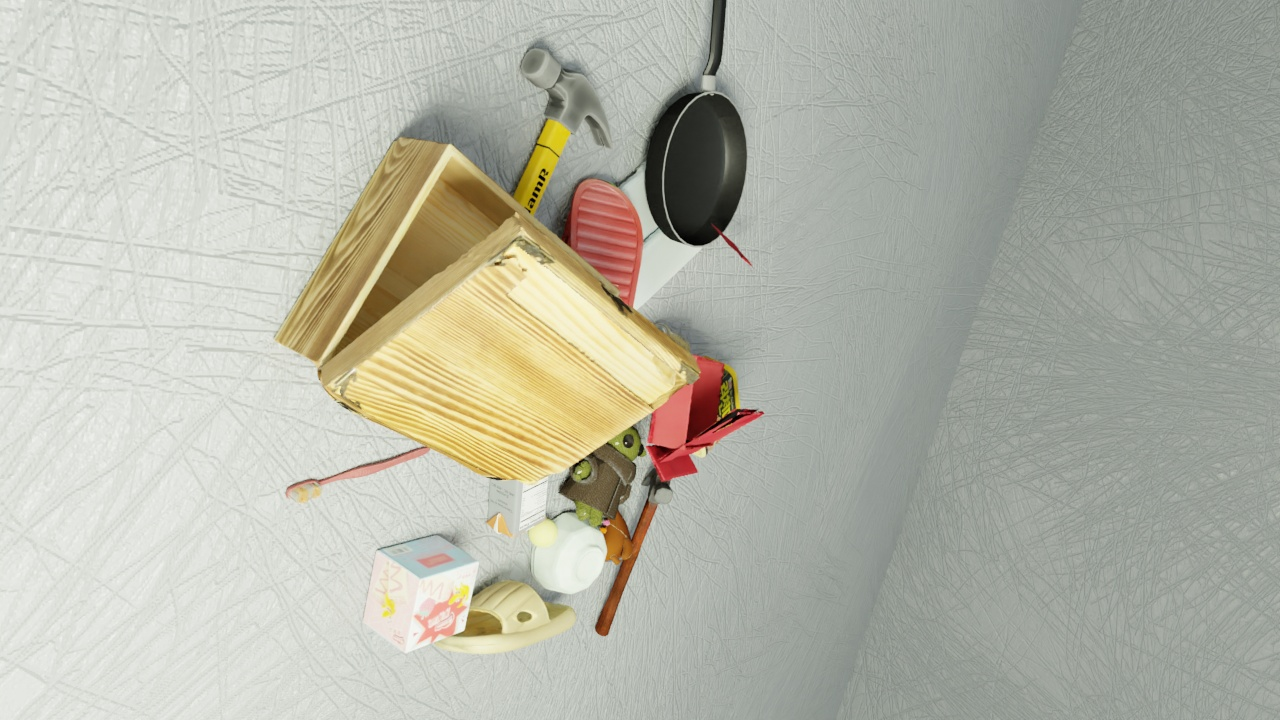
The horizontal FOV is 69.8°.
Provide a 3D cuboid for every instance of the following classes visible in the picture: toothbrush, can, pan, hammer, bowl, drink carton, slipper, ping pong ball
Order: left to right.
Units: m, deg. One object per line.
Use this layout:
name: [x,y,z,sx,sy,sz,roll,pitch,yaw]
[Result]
toothbrush: [-0.290,0.118,0.971,0.184,0.016,0.015,-17,129,-54]
slipper: [-0.173,0.329,1.209,0.261,0.111,0.079,15,74,-62]
drink carton: [-0.154,0.154,1.166,0.076,0.048,0.125,-22,126,-50]
hammer: [-0.130,-0.169,1.028,0.169,0.034,0.324,27,87,-60]
ping pong ball: [-0.133,0.235,1.254,0.040,0.040,0.040,-34,134,-43]
bowl: [-0.092,0.280,1.301,0.117,0.061,0.117,-15,113,-40]
slipper: [-0.055,-0.095,1.117,0.103,0.059,0.248,5,84,-26]
hammer: [-0.014,0.307,1.452,0.111,0.028,0.301,-99,-152,-70]
can: [0.042,-0.025,1.364,0.079,0.038,0.038,33,80,-58]
pan: [0.080,-0.327,1.206,0.203,0.044,0.356,-19,117,-50]
can: [0.102,0.077,1.486,0.100,0.072,0.131,-43,141,-30]

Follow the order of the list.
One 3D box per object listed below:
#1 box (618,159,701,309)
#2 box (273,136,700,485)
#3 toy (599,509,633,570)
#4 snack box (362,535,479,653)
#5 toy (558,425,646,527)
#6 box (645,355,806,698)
box: [0.025,-0.183,1.247,0.208,0.038,0.190,-44,143,-37]
box: [-0.135,-0.009,0.862,0.279,0.264,0.269,38,78,-48]
toy: [-0.061,0.266,1.391,0.090,0.071,0.103,-24,105,-33]
snack box: [-0.252,0.267,1.056,0.092,0.079,0.095,-3,112,-56]
toy: [-0.049,0.156,1.294,0.179,0.078,0.152,43,69,-54]
box: [0.110,0.212,1.280,0.214,0.138,0.467,14,65,-74]
